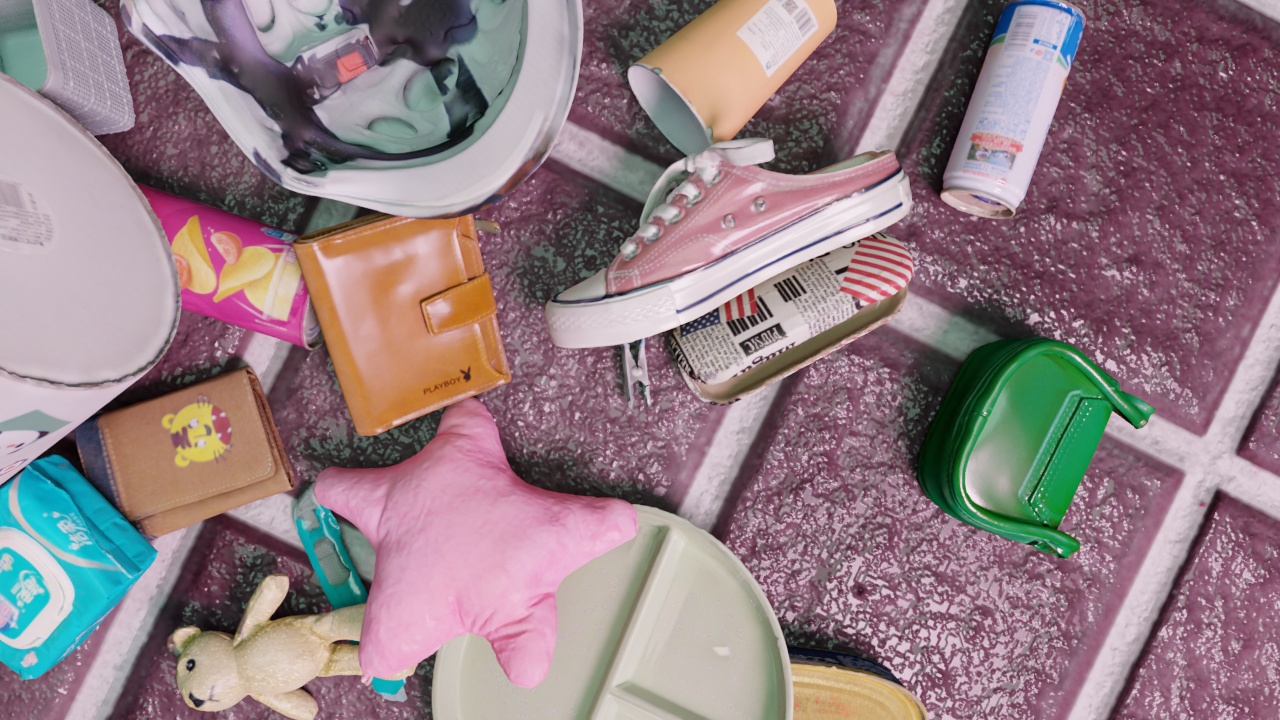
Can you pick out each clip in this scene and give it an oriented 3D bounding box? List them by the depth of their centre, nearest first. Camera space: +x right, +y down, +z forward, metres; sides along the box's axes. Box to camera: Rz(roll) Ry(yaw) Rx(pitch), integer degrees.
[{"bbox_3d":[-0.003,0.004,0.610,0.038,0.026,0.058,-5,91,-10],"label":"clip"}]

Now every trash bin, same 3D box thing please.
[{"bbox_3d":[-0.395,-0.010,0.458,0.252,0.229,0.229,-27,92,15],"label":"trash bin"}]

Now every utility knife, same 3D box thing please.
[{"bbox_3d":[-0.193,0.157,0.609,0.029,0.013,0.157,-25,92,5],"label":"utility knife"}]

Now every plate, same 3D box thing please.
[{"bbox_3d":[-0.019,0.206,0.577,0.230,0.027,0.230,-3,73,11],"label":"plate"}]

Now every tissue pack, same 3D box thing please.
[{"bbox_3d":[-0.365,0.127,0.562,0.093,0.050,0.134,47,114,-3],"label":"tissue pack"}]

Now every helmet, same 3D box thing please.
[{"bbox_3d":[-0.142,-0.211,0.533,0.258,0.145,0.229,33,114,-5],"label":"helmet"}]

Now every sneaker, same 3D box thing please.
[{"bbox_3d":[0.044,-0.085,0.566,0.241,0.118,0.088,-24,105,4],"label":"sneaker"}]

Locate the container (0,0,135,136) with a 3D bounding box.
[{"bbox_3d":[-0.371,-0.182,0.547,0.090,0.111,0.090,-11,92,-2],"label":"container"}]

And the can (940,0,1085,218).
[{"bbox_3d":[0.243,-0.165,0.603,0.053,0.053,0.134,20,90,-3],"label":"can"}]

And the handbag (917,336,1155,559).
[{"bbox_3d":[0.257,0.055,0.600,0.120,0.068,0.131,25,90,-4],"label":"handbag"}]

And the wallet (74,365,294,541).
[{"bbox_3d":[-0.295,0.063,0.596,0.115,0.033,0.090,-19,91,-5],"label":"wallet"}]

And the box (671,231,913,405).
[{"bbox_3d":[0.096,-0.036,0.586,0.163,0.082,0.075,-26,77,0],"label":"box"}]

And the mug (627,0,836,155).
[{"bbox_3d":[0.062,-0.196,0.587,0.122,0.078,0.078,-43,92,-5],"label":"mug"}]

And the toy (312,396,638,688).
[{"bbox_3d":[-0.118,0.114,0.562,0.194,0.075,0.178,31,65,17],"label":"toy"}]

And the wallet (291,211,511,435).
[{"bbox_3d":[-0.138,-0.031,0.571,0.119,0.035,0.131,-20,119,-19],"label":"wallet"}]

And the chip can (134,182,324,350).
[{"bbox_3d":[-0.296,-0.070,0.572,0.210,0.071,0.071,18,90,-3],"label":"chip can"}]

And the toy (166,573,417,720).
[{"bbox_3d":[-0.219,0.189,0.583,0.157,0.066,0.105,-10,108,5],"label":"toy"}]

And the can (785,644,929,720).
[{"bbox_3d":[0.111,0.230,0.606,0.148,0.049,0.074,8,90,-3],"label":"can"}]
